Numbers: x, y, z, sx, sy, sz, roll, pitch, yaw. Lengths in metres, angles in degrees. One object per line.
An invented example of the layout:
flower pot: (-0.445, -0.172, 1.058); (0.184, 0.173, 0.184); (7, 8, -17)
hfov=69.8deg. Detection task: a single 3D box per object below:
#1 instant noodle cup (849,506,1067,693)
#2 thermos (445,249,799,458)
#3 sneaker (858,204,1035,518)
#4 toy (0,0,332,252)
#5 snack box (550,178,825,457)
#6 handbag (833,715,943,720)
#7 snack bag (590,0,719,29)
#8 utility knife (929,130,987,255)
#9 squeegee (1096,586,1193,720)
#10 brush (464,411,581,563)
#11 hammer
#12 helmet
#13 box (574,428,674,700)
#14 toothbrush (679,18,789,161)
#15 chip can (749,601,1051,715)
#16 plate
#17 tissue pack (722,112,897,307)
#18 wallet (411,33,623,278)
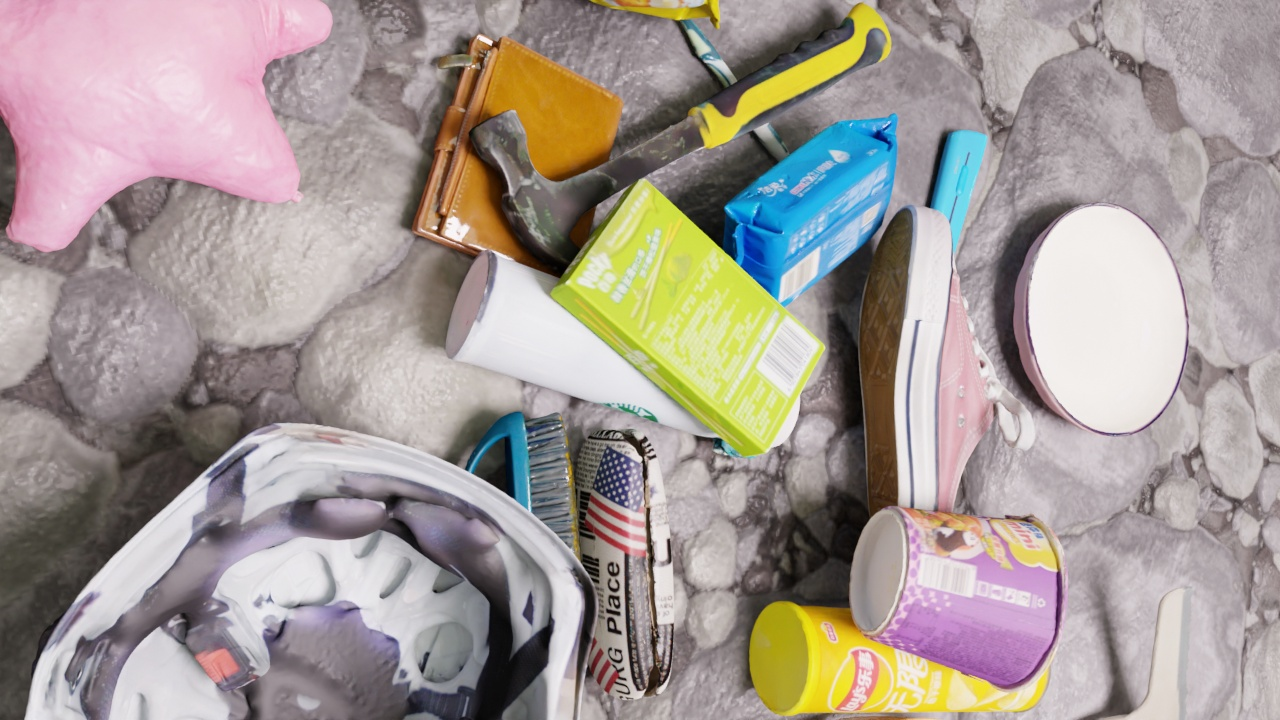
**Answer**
instant noodle cup: (0.193, 0.143, 0.580); (0.099, 0.112, 0.111); (13, 81, -5)
thermos: (-0.003, 0.003, 0.568); (0.224, 0.073, 0.073); (19, 79, -23)
sneaker: (0.210, 0.013, 0.646); (0.088, 0.118, 0.241); (-1, 93, -8)
toy: (-0.248, -0.136, 0.461); (0.178, 0.075, 0.194); (45, 73, -27)
snack box: (0.032, -0.023, 0.536); (0.156, 0.026, 0.085); (40, 64, -16)
handbag: (0.149, 0.327, 0.607); (0.233, 0.093, 0.193); (-15, 94, -26)
snack bag: (-0.057, -0.301, 0.555); (0.246, 0.068, 0.158); (7, 82, -21)
utility knife: (0.236, -0.104, 0.712); (0.034, 0.018, 0.165); (21, 80, -23)
squeegee: (0.323, 0.316, 0.716); (0.246, 0.039, 0.247); (-18, 112, -19)
brush: (-0.072, 0.102, 0.536); (0.073, 0.055, 0.144); (-4, 89, -14)
hammer: (0.051, -0.154, 0.597); (0.322, 0.032, 0.126); (-33, 107, -26)
helmet: (-0.153, 0.171, 0.434); (0.229, 0.146, 0.258); (24, 60, -11)
box: (-0.004, 0.123, 0.563); (0.064, 0.074, 0.164); (-4, 92, -53)
toothbrush: (0.045, -0.207, 0.631); (0.018, 0.016, 0.191); (-42, 104, -11)
chip can: (0.183, 0.210, 0.638); (0.213, 0.072, 0.072); (11, 82, -24)
plate: (0.375, -0.033, 0.760); (0.192, 0.039, 0.192); (2, 86, -25)
tissue pack: (0.111, -0.098, 0.614); (0.156, 0.095, 0.052); (-37, 61, -22)
wallet: (-0.076, -0.123, 0.558); (0.119, 0.035, 0.130); (20, 79, -24)
